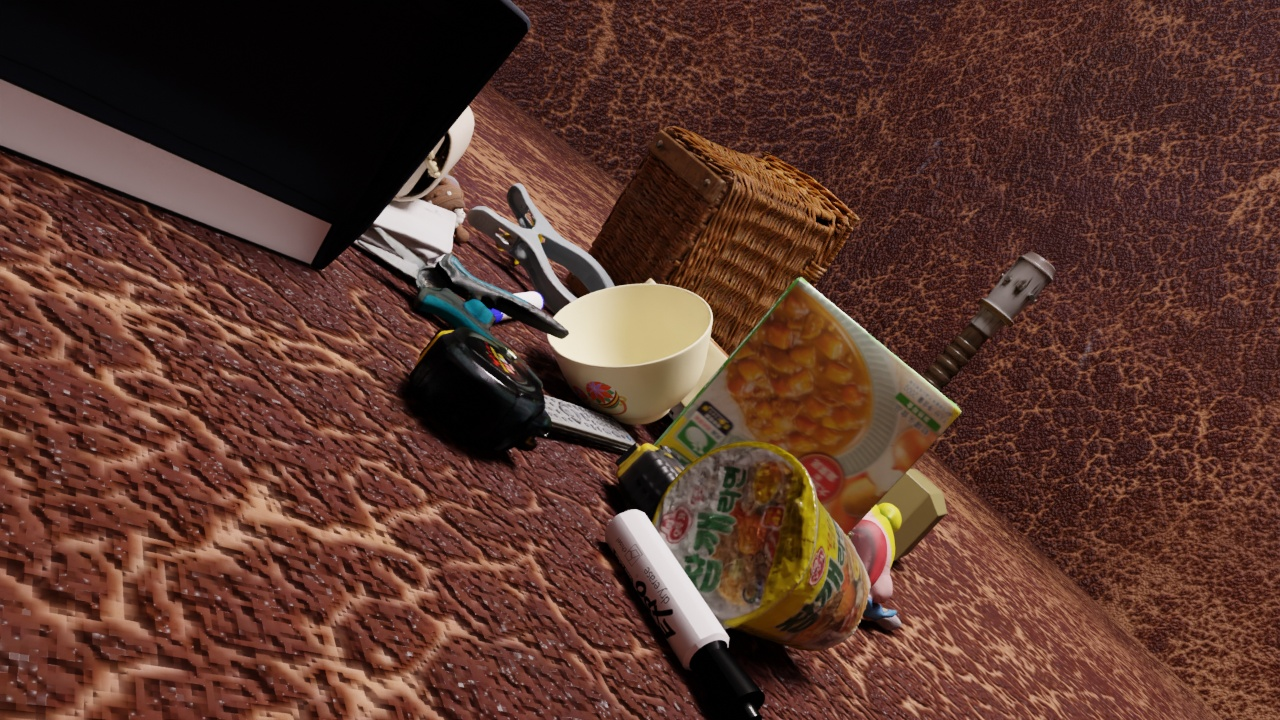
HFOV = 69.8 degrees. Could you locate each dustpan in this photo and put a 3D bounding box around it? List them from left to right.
[{"bbox_3d":[-0.151,-0.183,0.398,0.080,0.273,0.236,29,3,35],"label":"dustpan"}]

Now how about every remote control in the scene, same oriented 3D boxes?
[{"bbox_3d":[-0.045,0.038,0.582,0.033,0.013,0.136,46,13,30],"label":"remote control"}]

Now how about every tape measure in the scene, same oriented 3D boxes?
[{"bbox_3d":[-0.084,0.015,0.477,0.072,0.042,0.071,35,13,-44],"label":"tape measure"},{"bbox_3d":[0.014,0.082,0.548,0.067,0.038,0.062,49,6,27],"label":"tape measure"}]

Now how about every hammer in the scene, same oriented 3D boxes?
[{"bbox_3d":[0.296,0.025,0.936,0.190,0.325,0.100,44,12,23],"label":"hammer"}]

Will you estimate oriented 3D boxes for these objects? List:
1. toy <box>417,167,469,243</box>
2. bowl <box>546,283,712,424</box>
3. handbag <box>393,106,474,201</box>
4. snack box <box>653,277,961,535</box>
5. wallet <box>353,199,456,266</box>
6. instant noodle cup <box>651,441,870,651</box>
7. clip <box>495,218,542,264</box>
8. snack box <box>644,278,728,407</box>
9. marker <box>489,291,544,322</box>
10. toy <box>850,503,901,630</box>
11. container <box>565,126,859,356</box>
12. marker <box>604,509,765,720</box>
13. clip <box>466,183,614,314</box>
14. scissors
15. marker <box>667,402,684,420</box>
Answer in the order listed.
[{"bbox_3d":[-0.178,-0.147,0.813,0.101,0.041,0.055,59,-1,39],"label":"toy"},{"bbox_3d":[-0.004,0.004,0.669,0.118,0.118,0.074,-124,-158,-56],"label":"bowl"},{"bbox_3d":[-0.231,-0.204,0.684,0.208,0.103,0.210,34,14,-15],"label":"handbag"},{"bbox_3d":[0.098,0.051,0.595,0.132,0.168,0.027,40,11,1],"label":"snack box"},{"bbox_3d":[-0.175,-0.095,0.651,0.086,0.032,0.116,25,16,-14],"label":"wallet"},{"bbox_3d":[0.072,0.111,0.499,0.108,0.102,0.102,41,8,-42],"label":"instant noodle cup"},{"bbox_3d":[-0.112,-0.108,0.891,0.046,0.053,0.035,-15,54,-39],"label":"clip"},{"bbox_3d":[0.075,0.034,0.804,0.153,0.055,0.207,49,4,39],"label":"snack box"},{"bbox_3d":[-0.100,-0.040,0.698,0.020,0.020,0.141,40,11,3],"label":"marker"},{"bbox_3d":[0.168,0.139,0.702,0.124,0.097,0.131,52,-3,27],"label":"toy"},{"bbox_3d":[0.059,-0.106,0.938,0.183,0.250,0.162,17,24,-43],"label":"container"},{"bbox_3d":[0.020,0.121,0.437,0.025,0.025,0.126,29,15,-43],"label":"marker"},{"bbox_3d":[-0.076,-0.099,0.858,0.163,0.028,0.107,45,38,-5],"label":"clip"},{"bbox_3d":[-0.108,-0.034,0.596,0.122,0.019,0.149,-17,75,-42],"label":"scissors"},{"bbox_3d":[0.052,0.067,0.780,0.133,0.017,0.020,49,-22,41],"label":"marker"}]
